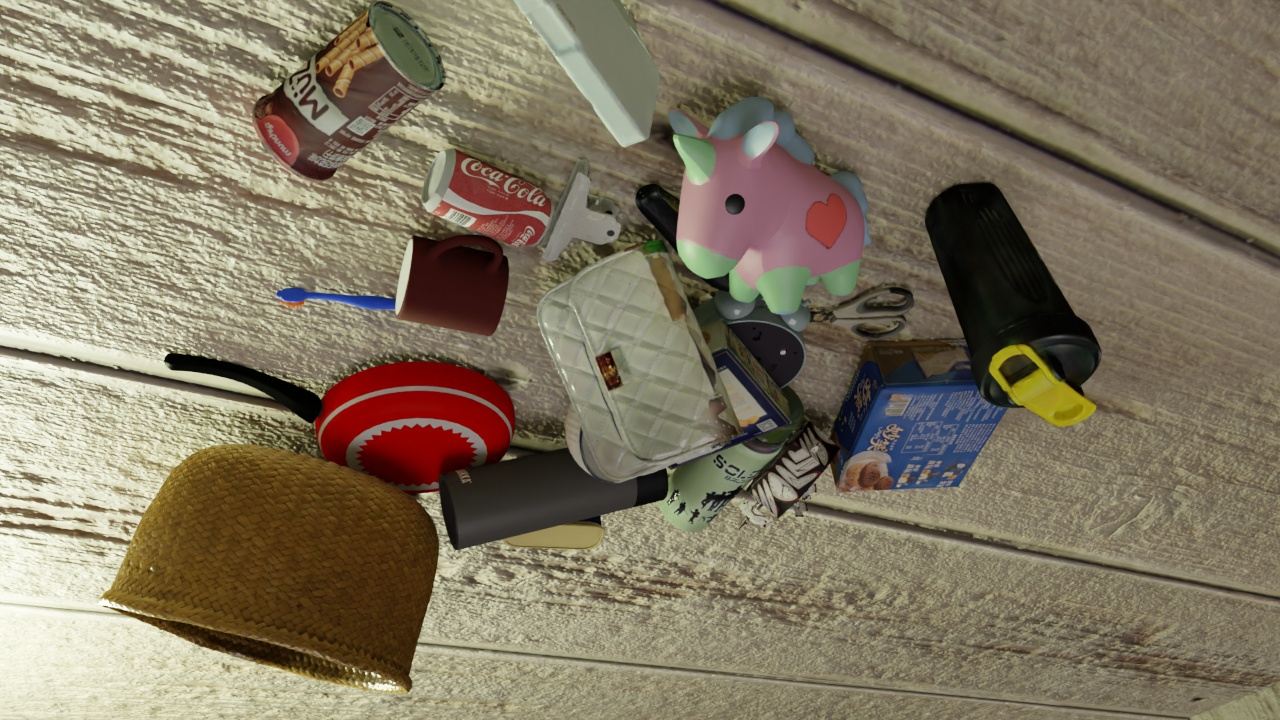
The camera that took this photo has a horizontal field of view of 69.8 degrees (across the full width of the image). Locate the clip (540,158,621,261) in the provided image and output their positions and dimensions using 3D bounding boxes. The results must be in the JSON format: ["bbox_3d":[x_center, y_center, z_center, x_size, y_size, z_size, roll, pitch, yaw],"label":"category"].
[{"bbox_3d":[-0.045,-0.116,0.780,0.058,0.050,0.102,19,137,-12],"label":"clip"}]

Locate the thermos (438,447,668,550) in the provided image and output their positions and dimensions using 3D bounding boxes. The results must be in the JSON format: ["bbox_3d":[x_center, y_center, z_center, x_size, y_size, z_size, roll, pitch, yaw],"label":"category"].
[{"bbox_3d":[-0.093,0.140,1.010,0.240,0.082,0.082,-10,144,-22],"label":"thermos"}]

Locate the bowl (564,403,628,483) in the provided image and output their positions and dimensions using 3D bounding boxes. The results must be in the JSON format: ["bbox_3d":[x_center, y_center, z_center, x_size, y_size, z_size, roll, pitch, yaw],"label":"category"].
[{"bbox_3d":[-0.037,0.065,0.971,0.062,0.118,0.118,16,163,45],"label":"bowl"}]

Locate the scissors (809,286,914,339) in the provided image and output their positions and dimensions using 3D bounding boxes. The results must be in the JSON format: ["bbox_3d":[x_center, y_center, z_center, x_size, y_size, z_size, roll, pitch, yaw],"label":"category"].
[{"bbox_3d":[0.194,-0.053,0.920,0.171,0.012,0.121,17,137,-22],"label":"scissors"}]

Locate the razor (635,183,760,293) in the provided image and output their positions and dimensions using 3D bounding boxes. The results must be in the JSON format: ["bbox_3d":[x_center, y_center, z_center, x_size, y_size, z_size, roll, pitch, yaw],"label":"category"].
[{"bbox_3d":[0.059,-0.110,0.803,0.067,0.053,0.151,-41,124,21],"label":"razor"}]

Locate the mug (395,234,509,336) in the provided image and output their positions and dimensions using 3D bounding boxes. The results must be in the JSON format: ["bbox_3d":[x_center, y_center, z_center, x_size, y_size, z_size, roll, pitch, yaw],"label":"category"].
[{"bbox_3d":[-0.158,-0.073,0.786,0.082,0.073,0.106,11,144,-21],"label":"mug"}]

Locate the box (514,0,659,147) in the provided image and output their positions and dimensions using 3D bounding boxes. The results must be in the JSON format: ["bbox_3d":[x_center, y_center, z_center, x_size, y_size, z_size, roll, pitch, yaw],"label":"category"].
[{"bbox_3d":[-0.047,-0.237,0.550,0.041,0.134,0.197,-14,142,25],"label":"box"}]

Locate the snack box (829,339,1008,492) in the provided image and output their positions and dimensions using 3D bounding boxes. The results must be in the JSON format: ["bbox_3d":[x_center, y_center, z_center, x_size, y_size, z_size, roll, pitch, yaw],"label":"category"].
[{"bbox_3d":[0.311,0.066,1.039,0.155,0.069,0.203,-2,141,-6],"label":"snack box"}]

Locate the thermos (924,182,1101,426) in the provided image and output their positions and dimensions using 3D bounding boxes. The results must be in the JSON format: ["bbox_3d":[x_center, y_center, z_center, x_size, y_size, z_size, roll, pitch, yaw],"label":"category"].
[{"bbox_3d":[0.303,-0.053,0.767,0.098,0.220,0.098,-4,142,-3],"label":"thermos"}]

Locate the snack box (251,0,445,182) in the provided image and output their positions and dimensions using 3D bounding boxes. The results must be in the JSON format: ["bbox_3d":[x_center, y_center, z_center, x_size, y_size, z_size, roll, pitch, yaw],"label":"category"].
[{"bbox_3d":[-0.204,-0.186,0.642,0.122,0.072,0.072,-29,137,24],"label":"snack box"}]

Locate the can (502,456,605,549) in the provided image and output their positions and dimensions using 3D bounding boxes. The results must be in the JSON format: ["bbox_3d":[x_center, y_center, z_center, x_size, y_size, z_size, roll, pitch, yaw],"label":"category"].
[{"bbox_3d":[-0.104,0.167,1.082,0.116,0.092,0.057,5,140,-15],"label":"can"}]

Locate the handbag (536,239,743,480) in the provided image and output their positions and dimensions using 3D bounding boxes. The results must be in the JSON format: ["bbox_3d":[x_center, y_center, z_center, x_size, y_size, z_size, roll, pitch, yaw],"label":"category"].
[{"bbox_3d":[-0.005,0.005,0.818,0.139,0.195,0.072,-26,174,21],"label":"handbag"}]

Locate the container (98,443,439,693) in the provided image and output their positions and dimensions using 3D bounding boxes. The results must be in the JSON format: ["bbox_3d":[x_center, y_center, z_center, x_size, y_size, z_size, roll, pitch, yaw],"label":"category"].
[{"bbox_3d":[-0.365,0.219,0.974,0.307,0.196,0.307,12,155,6],"label":"container"}]

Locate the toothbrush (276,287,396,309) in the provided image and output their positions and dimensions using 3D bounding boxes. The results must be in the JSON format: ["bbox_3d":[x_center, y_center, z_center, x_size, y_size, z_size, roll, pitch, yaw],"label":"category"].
[{"bbox_3d":[-0.240,-0.051,0.849,0.182,0.016,0.018,4,145,-14],"label":"toothbrush"}]

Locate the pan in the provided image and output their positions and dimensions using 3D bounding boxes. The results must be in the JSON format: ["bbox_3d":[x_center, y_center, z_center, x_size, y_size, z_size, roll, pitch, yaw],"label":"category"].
[{"bbox_3d":[-0.301,0.059,0.949,0.355,0.067,0.210,15,137,-31],"label":"pan"}]

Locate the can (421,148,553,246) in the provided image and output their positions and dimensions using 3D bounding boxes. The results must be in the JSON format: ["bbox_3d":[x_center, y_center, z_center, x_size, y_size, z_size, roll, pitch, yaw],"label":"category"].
[{"bbox_3d":[-0.122,-0.129,0.740,0.096,0.054,0.054,20,134,-30],"label":"can"}]

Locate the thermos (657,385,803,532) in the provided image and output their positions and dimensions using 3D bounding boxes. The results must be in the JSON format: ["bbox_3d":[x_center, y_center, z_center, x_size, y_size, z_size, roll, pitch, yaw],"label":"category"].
[{"bbox_3d":[0.104,0.109,1.059,0.082,0.082,0.232,11,138,-22],"label":"thermos"}]

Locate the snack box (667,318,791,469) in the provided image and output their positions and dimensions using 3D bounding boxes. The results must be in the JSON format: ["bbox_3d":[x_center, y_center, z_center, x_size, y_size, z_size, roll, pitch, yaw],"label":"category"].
[{"bbox_3d":[0.054,0.038,0.909,0.145,0.042,0.145,-23,135,22],"label":"snack box"}]

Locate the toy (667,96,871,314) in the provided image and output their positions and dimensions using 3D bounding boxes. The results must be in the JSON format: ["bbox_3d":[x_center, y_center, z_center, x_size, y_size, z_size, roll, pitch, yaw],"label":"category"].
[{"bbox_3d":[0.115,-0.128,0.742,0.221,0.120,0.171,-17,117,-34],"label":"toy"}]

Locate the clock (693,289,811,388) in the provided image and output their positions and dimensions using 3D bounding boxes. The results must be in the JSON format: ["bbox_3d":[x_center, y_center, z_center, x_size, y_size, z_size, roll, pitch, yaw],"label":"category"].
[{"bbox_3d":[0.105,-0.022,0.909,0.122,0.045,0.160,9,138,-13],"label":"clock"}]

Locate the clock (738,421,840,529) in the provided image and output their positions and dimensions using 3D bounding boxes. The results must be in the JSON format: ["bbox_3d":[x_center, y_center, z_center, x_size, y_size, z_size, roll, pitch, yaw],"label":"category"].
[{"bbox_3d":[0.169,0.146,1.065,0.065,0.114,0.155,41,111,7],"label":"clock"}]
